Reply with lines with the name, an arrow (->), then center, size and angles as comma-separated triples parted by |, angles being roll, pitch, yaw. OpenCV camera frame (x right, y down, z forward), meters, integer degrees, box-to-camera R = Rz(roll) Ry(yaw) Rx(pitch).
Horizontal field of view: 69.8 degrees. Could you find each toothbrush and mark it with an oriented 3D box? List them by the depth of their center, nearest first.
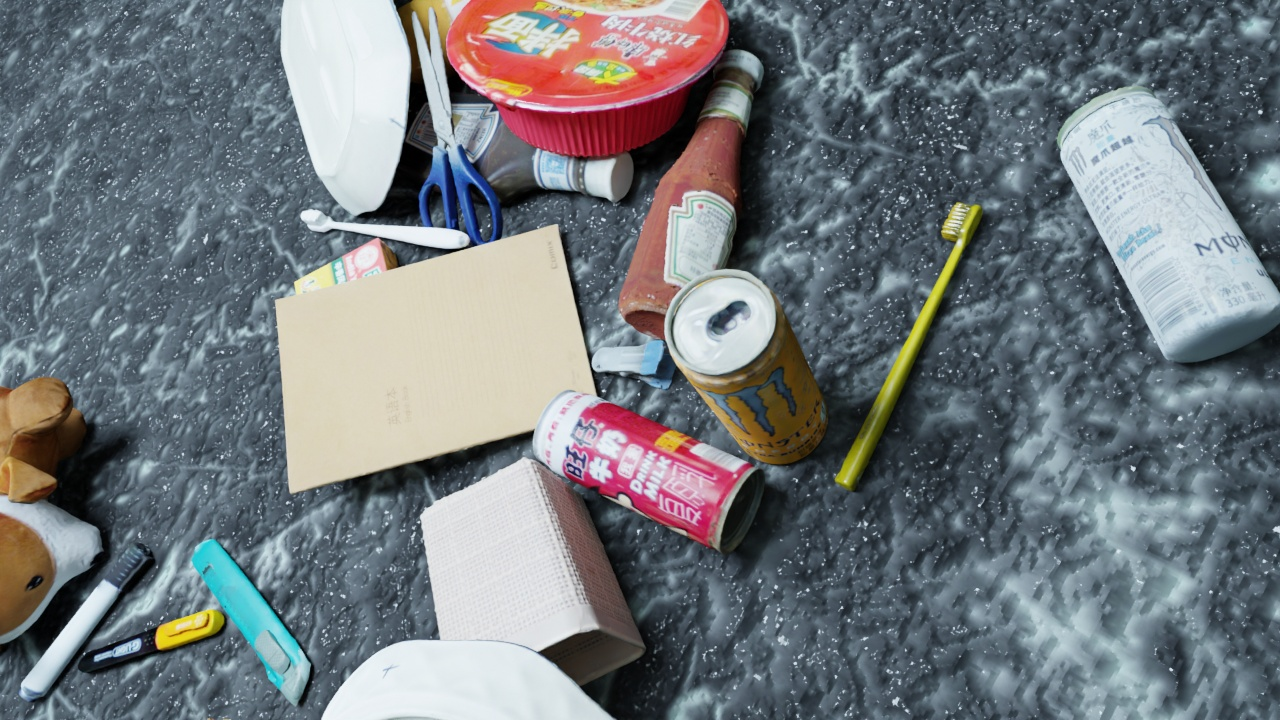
toothbrush -> 0.157, -0.012, 0.538 | 0.017, 0.015, 0.190 | 21, 77, 32
toothbrush -> -0.199, -0.101, 0.703 | 0.180, 0.016, 0.016 | 12, 68, 32

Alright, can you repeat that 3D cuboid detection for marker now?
marker -> -0.348, 0.199, 0.647 | 0.124, 0.015, 0.018 | -20, 58, 14
marker -> -0.405, 0.191, 0.671 | 0.022, 0.018, 0.130 | 32, 82, 20

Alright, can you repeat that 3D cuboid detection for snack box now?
snack box -> -0.203, -0.009, 0.671 | 0.077, 0.027, 0.155 | -26, 62, 7

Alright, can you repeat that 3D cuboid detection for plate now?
plate -> -0.083, 0.239, 0.452 | 0.205, 0.045, 0.205 | 4, 102, 17
plate -> -0.242, -0.237, 0.728 | 0.162, 0.034, 0.265 | -52, 51, 40

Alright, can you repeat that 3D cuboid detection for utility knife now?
utility knife -> -0.268, 0.174, 0.627 | 0.151, 0.013, 0.029 | 37, 82, 30

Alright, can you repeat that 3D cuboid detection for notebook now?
notebook -> -0.143, -0.004, 0.630 | 0.211, 0.012, 0.149 | -15, 64, 1

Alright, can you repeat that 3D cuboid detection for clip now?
clip -> -0.006, 0.002, 0.596 | 0.058, 0.045, 0.027 | 4, 71, 29

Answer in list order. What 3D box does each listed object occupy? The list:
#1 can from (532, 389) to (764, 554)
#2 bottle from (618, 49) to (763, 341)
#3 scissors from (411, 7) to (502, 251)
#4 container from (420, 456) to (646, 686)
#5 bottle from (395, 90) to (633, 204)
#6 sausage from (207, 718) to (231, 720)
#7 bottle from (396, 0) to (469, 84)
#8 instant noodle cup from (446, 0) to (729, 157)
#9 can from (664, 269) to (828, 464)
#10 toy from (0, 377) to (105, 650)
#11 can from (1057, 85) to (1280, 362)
can -> 0.003, 0.063, 0.543 | 0.133, 0.053, 0.053 | 22, 77, 26
bottle -> 0.040, -0.113, 0.603 | 0.060, 0.060, 0.205 | 9, 69, 24
scissors -> -0.147, -0.159, 0.659 | 0.125, 0.012, 0.173 | -26, 96, 38
container -> -0.065, 0.127, 0.526 | 0.090, 0.090, 0.110 | -27, 58, 9
bottle -> -0.097, -0.154, 0.683 | 0.195, 0.044, 0.079 | 16, 77, 26
sausage -> -0.218, 0.269, 0.562 | 0.165, 0.021, 0.021 | 26, 79, 29
bottle -> -0.137, -0.272, 0.734 | 0.190, 0.068, 0.068 | -22, 62, 13
instant noodle cup -> -0.034, -0.206, 0.642 | 0.194, 0.066, 0.193 | -3, 49, 3
can -> 0.061, 0.009, 0.491 | 0.058, 0.146, 0.058 | -8, 65, 18
toy -> -0.465, 0.119, 0.680 | 0.130, 0.140, 0.199 | 10, 68, -19
can -> 0.279, -0.074, 0.491 | 0.058, 0.058, 0.146 | -19, 63, 13
